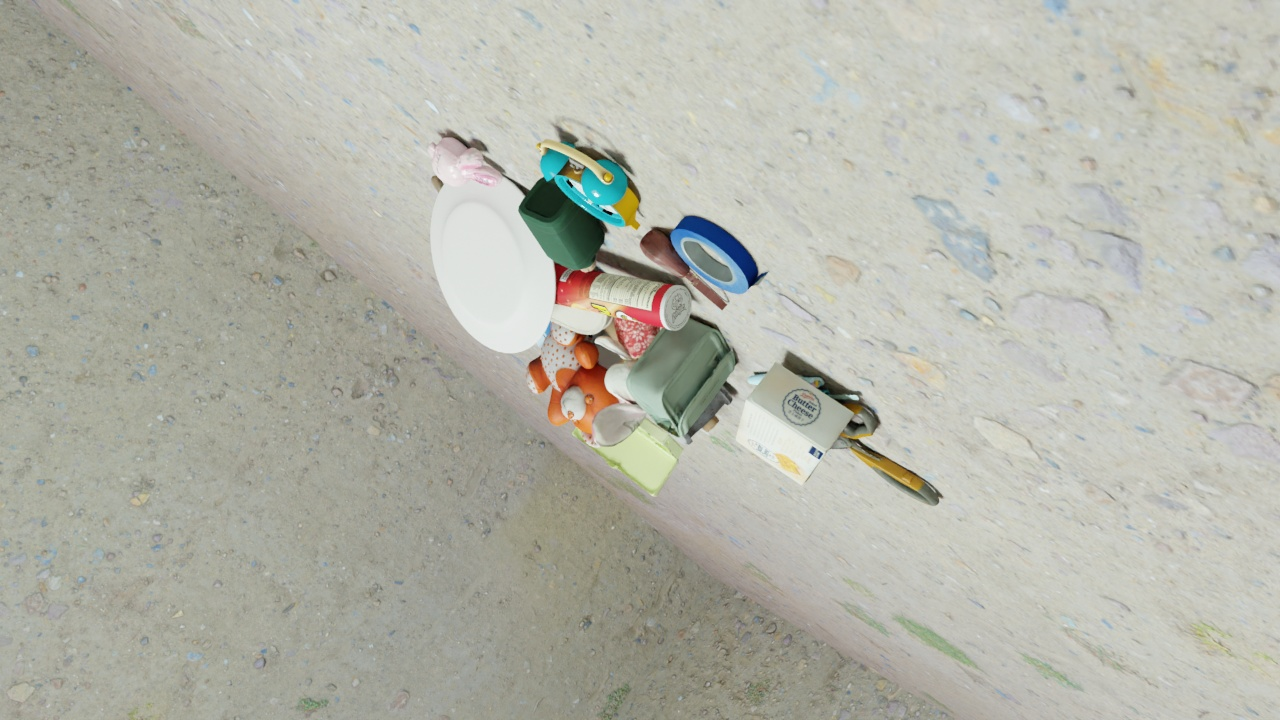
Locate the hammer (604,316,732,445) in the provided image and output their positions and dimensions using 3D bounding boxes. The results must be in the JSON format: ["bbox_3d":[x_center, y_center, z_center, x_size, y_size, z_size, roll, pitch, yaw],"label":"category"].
[{"bbox_3d":[-0.014,-0.025,1.266,0.328,0.098,0.052,45,173,0],"label":"hammer"}]

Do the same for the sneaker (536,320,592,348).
[{"bbox_3d":[-0.142,-0.113,1.339,0.098,0.083,0.241,-18,124,19],"label":"sneaker"}]

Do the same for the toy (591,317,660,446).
[{"bbox_3d":[-0.007,0.007,1.161,0.084,0.158,0.194,0,101,46],"label":"toy"}]

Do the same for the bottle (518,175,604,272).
[{"bbox_3d":[-0.081,-0.143,1.035,0.061,0.061,0.131,27,164,28],"label":"bottle"}]

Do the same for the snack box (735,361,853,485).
[{"bbox_3d":[0.174,0.079,1.075,0.104,0.057,0.208,34,167,12],"label":"snack box"}]

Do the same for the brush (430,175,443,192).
[{"bbox_3d":[-0.255,-0.196,1.301,0.151,0.012,0.038,59,-165,-2],"label":"brush"}]

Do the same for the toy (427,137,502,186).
[{"bbox_3d":[-0.218,-0.237,1.110,0.110,0.047,0.063,16,154,39],"label":"toy"}]

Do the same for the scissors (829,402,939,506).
[{"bbox_3d":[0.263,0.103,1.090,0.230,0.016,0.225,37,168,5],"label":"scissors"}]

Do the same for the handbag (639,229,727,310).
[{"bbox_3d":[0.052,-0.089,0.960,0.119,0.029,0.055,38,-171,-32],"label":"handbag"}]

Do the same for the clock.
[{"bbox_3d":[-0.048,-0.173,0.899,0.099,0.043,0.129,30,172,29],"label":"clock"}]

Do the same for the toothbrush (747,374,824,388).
[{"bbox_3d":[0.165,0.024,1.072,0.022,0.016,0.155,1,179,-21],"label":"toothbrush"}]

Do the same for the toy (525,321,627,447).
[{"bbox_3d":[-0.090,0.033,1.301,0.172,0.092,0.164,53,134,20],"label":"toy"}]

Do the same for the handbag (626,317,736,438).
[{"bbox_3d":[0.056,0.018,1.113,0.067,0.121,0.106,24,159,40],"label":"handbag"}]

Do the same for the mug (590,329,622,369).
[{"bbox_3d":[-0.039,-0.003,1.411,0.097,0.079,0.111,40,-165,-14],"label":"mug"}]

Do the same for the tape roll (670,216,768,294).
[{"bbox_3d":[0.071,-0.101,0.884,0.093,0.016,0.091,40,167,-11],"label":"tape roll"}]

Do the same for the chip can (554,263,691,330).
[{"bbox_3d":[-0.040,-0.079,1.096,0.215,0.051,0.052,14,156,38],"label":"chip can"}]

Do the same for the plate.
[{"bbox_3d":[-0.198,-0.124,1.175,0.243,0.016,0.243,19,119,37],"label":"plate"}]

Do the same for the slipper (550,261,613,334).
[{"bbox_3d":[-0.151,-0.126,1.230,0.274,0.054,0.114,31,131,8],"label":"slipper"}]

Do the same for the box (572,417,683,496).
[{"bbox_3d":[-0.020,0.103,1.361,0.188,0.066,0.128,33,127,36],"label":"box"}]

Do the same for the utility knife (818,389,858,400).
[{"bbox_3d":[0.199,0.039,1.040,0.022,0.015,0.162,39,165,-13],"label":"utility knife"}]
